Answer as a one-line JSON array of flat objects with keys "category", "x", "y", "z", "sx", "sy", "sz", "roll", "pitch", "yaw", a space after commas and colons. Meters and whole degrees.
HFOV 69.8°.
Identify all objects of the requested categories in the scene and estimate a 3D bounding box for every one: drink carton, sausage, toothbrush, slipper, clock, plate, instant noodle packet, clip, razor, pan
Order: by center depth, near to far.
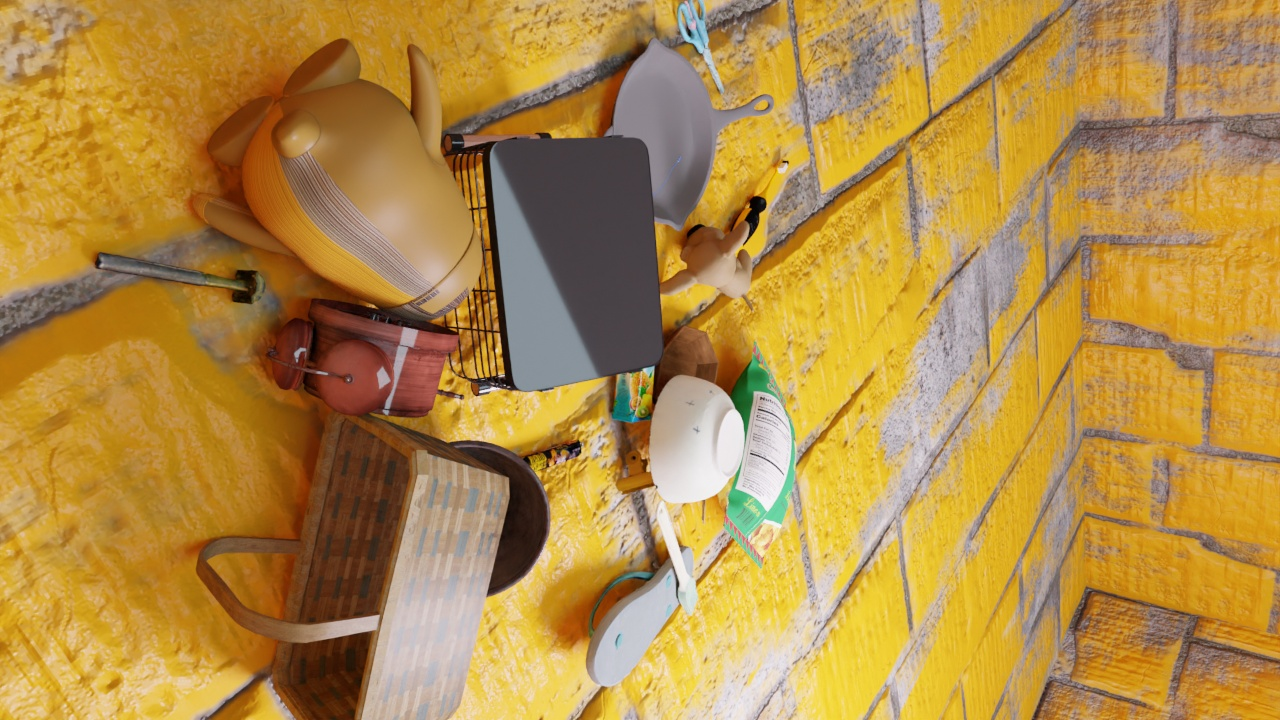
[{"category": "razor", "x": -0.326, "y": -0.060, "z": 0.649, "sx": 0.105, "sy": 0.042, "sz": 0.026, "roll": 10, "pitch": 90, "yaw": -43}, {"category": "clock", "x": -0.219, "y": -0.002, "z": 0.723, "sx": 0.157, "sy": 0.121, "sz": 0.072, "roll": 7, "pitch": 98, "yaw": -60}, {"category": "sausage", "x": -0.110, "y": 0.106, "z": 0.958, "sx": 0.155, "sy": 0.020, "sz": 0.020, "roll": -12, "pitch": 106, "yaw": -50}, {"category": "drink carton", "x": -0.006, "y": 0.006, "z": 1.056, "sx": 0.044, "sy": 0.039, "sz": 0.129, "roll": -3, "pitch": 99, "yaw": -51}, {"category": "clip", "x": 0.000, "y": 0.135, "z": 1.091, "sx": 0.039, "sy": 0.053, "sz": 0.047, "roll": 47, "pitch": 31, "yaw": -46}, {"category": "pan", "x": 0.061, "y": -0.280, "z": 1.100, "sx": 0.353, "sy": 0.024, "sz": 0.217, "roll": -31, "pitch": 120, "yaw": -44}, {"category": "slipper", "x": -0.009, "y": 0.306, "z": 1.110, "sx": 0.268, "sy": 0.055, "sz": 0.098, "roll": -25, "pitch": 119, "yaw": -59}, {"category": "plate", "x": 0.050, "y": 0.020, "z": 1.140, "sx": 0.131, "sy": 0.025, "sz": 0.131, "roll": -12, "pitch": 106, "yaw": -50}, {"category": "instant noodle packet", "x": 0.158, "y": 0.131, "z": 1.232, "sx": 0.195, "sy": 0.090, "sz": 0.252, "roll": 53, "pitch": 44, "yaw": -55}, {"category": "toothbrush", "x": 0.158, "y": -0.210, "z": 1.236, "sx": 0.196, "sy": 0.031, "sz": 0.031, "roll": -59, "pitch": 140, "yaw": -33}]

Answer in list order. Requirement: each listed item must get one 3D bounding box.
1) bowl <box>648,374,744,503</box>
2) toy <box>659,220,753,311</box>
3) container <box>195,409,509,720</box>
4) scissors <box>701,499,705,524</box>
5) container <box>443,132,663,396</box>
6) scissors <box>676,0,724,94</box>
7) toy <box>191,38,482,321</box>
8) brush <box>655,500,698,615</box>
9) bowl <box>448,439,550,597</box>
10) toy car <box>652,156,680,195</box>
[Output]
[{"category": "bowl", "x": 0.074, "y": 0.095, "z": 1.083, "sx": 0.153, "sy": 0.073, "sz": 0.153, "roll": -8, "pitch": 99, "yaw": -61}, {"category": "toy", "x": 0.096, "y": -0.116, "z": 1.125, "sx": 0.108, "sy": 0.134, "sz": 0.105, "roll": 29, "pitch": 31, "yaw": -50}, {"category": "container", "x": -0.226, "y": 0.167, "z": 0.696, "sx": 0.186, "sy": 0.158, "sz": 0.250, "roll": 9, "pitch": 97, "yaw": -44}, {"category": "scissors", "x": 0.083, "y": 0.135, "z": 1.184, "sx": 0.019, "sy": 0.129, "sz": 0.138, "roll": -1, "pitch": 139, "yaw": -15}, {"category": "container", "x": -0.088, "y": -0.089, "z": 0.830, "sx": 0.162, "sy": 0.130, "sz": 0.241, "roll": -11, "pitch": 101, "yaw": -36}, {"category": "scissors", "x": 0.078, "y": -0.382, "z": 1.120, "sx": 0.063, "sy": 0.015, "sz": 0.139, "roll": -64, "pitch": 145, "yaw": -27}, {"category": "toy", "x": -0.203, "y": -0.120, "z": 0.699, "sx": 0.199, "sy": 0.162, "sz": 0.203, "roll": -35, "pitch": 128, "yaw": 4}, {"category": "brush", "x": 0.045, "y": 0.244, "z": 1.129, "sx": 0.218, "sy": 0.012, "sz": 0.033, "roll": 73, "pitch": 33, "yaw": -41}, {"category": "bowl", "x": -0.156, "y": 0.138, "z": 0.839, "sx": 0.145, "sy": 0.067, "sz": 0.145, "roll": -1, "pitch": 98, "yaw": -8}, {"category": "toy car", "x": 0.016, "y": -0.173, "z": 0.986, "sx": 0.033, "sy": 0.062, "sz": 0.091, "roll": 43, "pitch": 39, "yaw": -56}]
